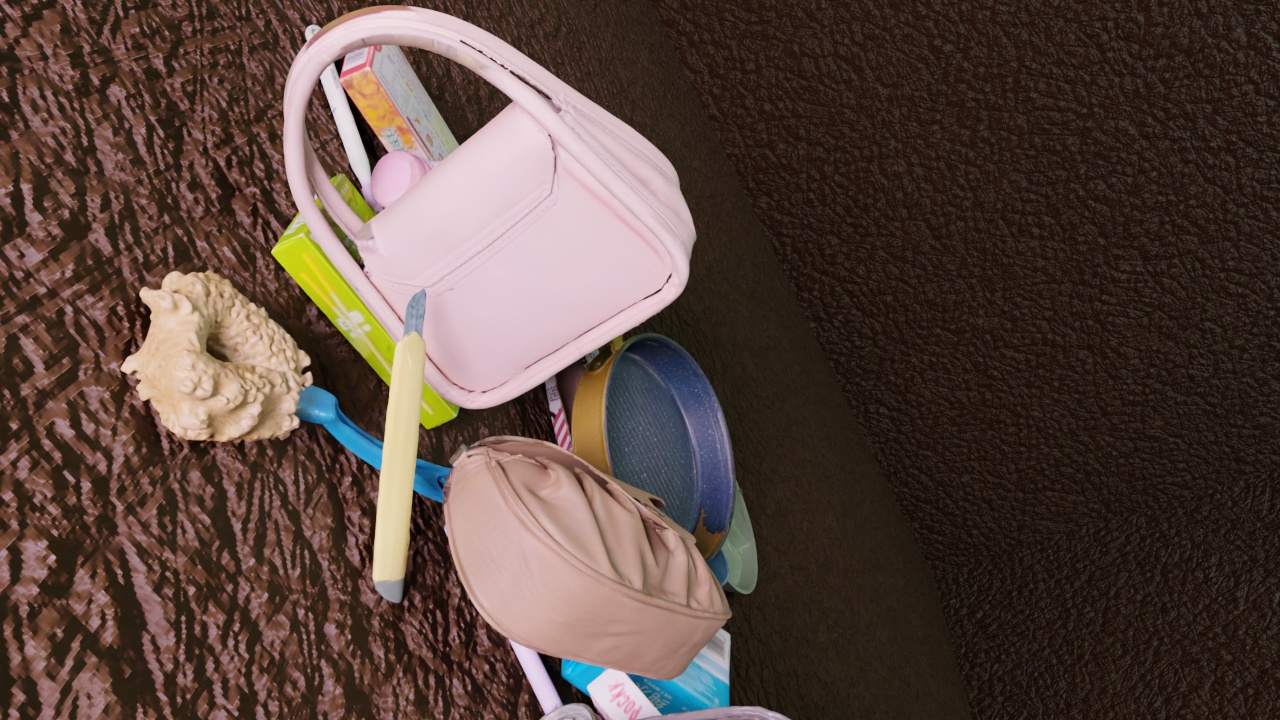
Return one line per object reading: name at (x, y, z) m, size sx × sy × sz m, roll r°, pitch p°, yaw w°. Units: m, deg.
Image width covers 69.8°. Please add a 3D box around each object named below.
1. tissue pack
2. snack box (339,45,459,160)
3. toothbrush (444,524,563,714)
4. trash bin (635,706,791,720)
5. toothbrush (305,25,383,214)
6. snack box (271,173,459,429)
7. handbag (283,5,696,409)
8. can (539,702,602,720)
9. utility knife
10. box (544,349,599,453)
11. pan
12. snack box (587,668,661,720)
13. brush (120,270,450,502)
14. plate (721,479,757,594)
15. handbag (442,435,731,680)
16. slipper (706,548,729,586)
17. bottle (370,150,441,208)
tissue pack at (0.008, 0.223, 0.681) m, size 0.140 × 0.063 × 0.089 m, roll 36°, pitch 26°, yaw -13°
snack box at (-0.176, -0.180, 0.717) m, size 0.156 × 0.027 × 0.077 m, roll 62°, pitch 16°, yaw -46°
toothbrush at (-0.076, 0.185, 0.600) m, size 0.021 × 0.029 × 0.189 m, roll -14°, pitch -78°, yaw 62°
trash bin at (0.010, 0.318, 0.422) m, size 0.199 × 0.199 × 0.219 m, roll 62°, pitch 24°, yaw -15°
toothbrush at (-0.204, -0.156, 0.654) m, size 0.189 × 0.029 × 0.020 m, roll 68°, pitch -26°, yaw 9°
snack box at (-0.167, -0.037, 0.601) m, size 0.156 × 0.026 × 0.085 m, roll 56°, pitch 20°, yaw -31°
handbag at (-0.101, -0.095, 0.537) m, size 0.234 × 0.194 × 0.093 m, roll 44°, pitch 26°, yaw -30°
can at (-0.018, 0.289, 0.576) m, size 0.147 × 0.058 × 0.057 m, roll 62°, pitch 18°, yaw -16°
utility knife at (-0.130, 0.047, 0.508) m, size 0.031 × 0.019 × 0.176 m, roll 12°, pitch 87°, yaw -72°
box at (-0.032, 0.052, 0.804) m, size 0.075 × 0.076 × 0.163 m, roll 27°, pitch 43°, yaw -62°
pan at (-0.004, 0.004, 0.737) m, size 0.357 × 0.078 × 0.197 m, roll 63°, pitch 32°, yaw -17°
snack box at (0.012, 0.269, 0.599) m, size 0.085 × 0.026 × 0.157 m, roll 38°, pitch -28°, yaw 38°
brush at (-0.168, 0.035, 0.500) m, size 0.254 × 0.046 × 0.083 m, roll 48°, pitch 22°, yaw -56°
plate at (0.081, 0.165, 1.083) m, size 0.230 × 0.027 × 0.229 m, roll 56°, pitch 20°, yaw -32°
handbag at (-0.028, 0.119, 0.577) m, size 0.148 × 0.100 × 0.204 m, roll 45°, pitch 6°, yaw 38°
slipper at (0.036, 0.185, 0.846) m, size 0.104 × 0.074 × 0.244 m, roll 59°, pitch 20°, yaw -20°
bottle at (-0.124, -0.108, 0.687) m, size 0.196 × 0.068 × 0.068 m, roll 15°, pitch 54°, yaw -66°
